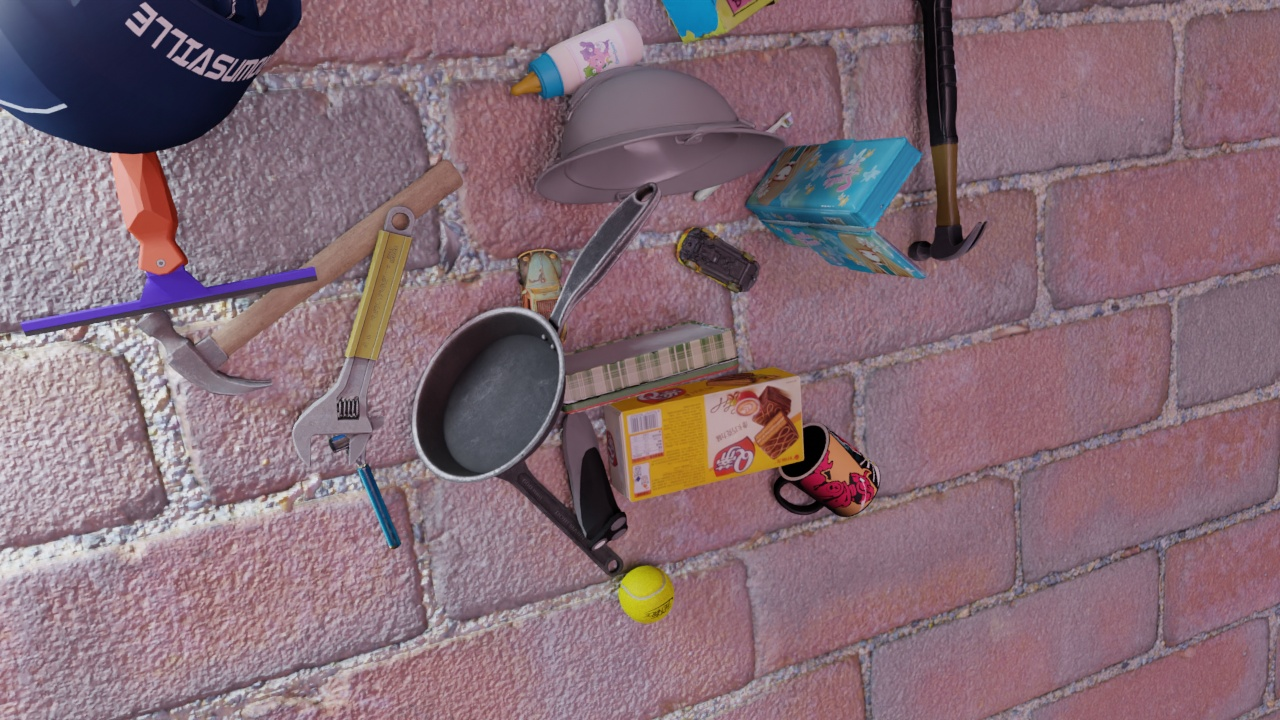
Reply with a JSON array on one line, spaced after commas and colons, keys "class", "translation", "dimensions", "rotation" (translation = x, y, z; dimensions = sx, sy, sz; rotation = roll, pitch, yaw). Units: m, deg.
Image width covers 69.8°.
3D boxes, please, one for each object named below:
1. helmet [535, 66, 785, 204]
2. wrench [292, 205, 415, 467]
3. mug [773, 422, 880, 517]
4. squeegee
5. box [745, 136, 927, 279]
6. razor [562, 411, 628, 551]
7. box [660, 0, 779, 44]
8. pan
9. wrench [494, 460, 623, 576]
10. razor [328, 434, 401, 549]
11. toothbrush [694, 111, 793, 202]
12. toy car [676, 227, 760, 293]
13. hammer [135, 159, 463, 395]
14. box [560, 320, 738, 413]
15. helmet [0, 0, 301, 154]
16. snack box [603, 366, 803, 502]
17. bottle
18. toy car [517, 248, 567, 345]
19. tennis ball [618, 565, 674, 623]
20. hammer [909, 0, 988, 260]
[{"class": "helmet", "translation": [0.012, -0.246, 0.939], "dimensions": [0.270, 0.184, 0.117], "rotation": [-11, 83, -24]}, {"class": "wrench", "translation": [-0.275, -0.022, 0.908], "dimensions": [0.083, 0.018, 0.273], "rotation": [15, 95, -23]}, {"class": "mug", "translation": [0.223, 0.148, 1.147], "dimensions": [0.098, 0.081, 0.118], "rotation": [35, 114, -25]}, {"class": "squeegee", "translation": [-0.439, -0.138, 0.820], "dimensions": [0.249, 0.055, 0.185], "rotation": [-14, 95, -16]}, {"class": "box", "translation": [0.227, -0.163, 0.994], "dimensions": [0.121, 0.227, 0.098], "rotation": [38, 85, -24]}, {"class": "razor", "translation": [-0.057, 0.133, 1.036], "dimensions": [0.057, 0.060, 0.156], "rotation": [-19, 88, -39]}, {"class": "box", "translation": [0.042, -0.437, 0.920], "dimensions": [0.080, 0.124, 0.221], "rotation": [-39, 111, -9]}, {"class": "pan", "translation": [-0.095, -0.029, 0.909], "dimensions": [0.357, 0.187, 0.055], "rotation": [-47, 141, 3]}, {"class": "wrench", "translation": [-0.108, 0.160, 1.038], "dimensions": [0.073, 0.018, 0.273], "rotation": [-49, 116, -16]}, {"class": "razor", "translation": [-0.281, 0.136, 0.962], "dimensions": [0.042, 0.022, 0.144], "rotation": [-21, 113, -14]}, {"class": "toothbrush", "translation": [0.118, -0.233, 1.052], "dimensions": [0.154, 0.015, 0.022], "rotation": [-42, 154, -10]}, {"class": "toy car", "translation": [0.091, -0.114, 1.057], "dimensions": [0.107, 0.030, 0.049], "rotation": [27, 89, -23]}, {"class": "hammer", "translation": [-0.314, -0.091, 0.903], "dimensions": [0.330, 0.031, 0.119], "rotation": [-41, 114, -13]}, {"class": "box", "translation": [-0.006, 0.006, 0.996], "dimensions": [0.205, 0.118, 0.049], "rotation": [-17, 105, -20]}, {"class": "helmet", "translation": [-0.426, -0.290, 0.712], "dimensions": [0.223, 0.231, 0.272], "rotation": [-30, 87, 21]}, {"class": "snack box", "translation": [0.077, 0.084, 1.075], "dimensions": [0.230, 0.062, 0.110], "rotation": [-11, 105, -20]}, {"class": "bottle", "translation": [-0.068, -0.303, 0.940], "dimensions": [0.146, 0.051, 0.051], "rotation": [-29, 110, -14]}, {"class": "toy car", "translation": [-0.101, -0.062, 0.979], "dimensions": [0.047, 0.047, 0.112], "rotation": [-9, 104, -17]}, {"class": "tennis ball", "translation": [0.007, 0.276, 1.085], "dimensions": [0.065, 0.065, 0.065], "rotation": [-5, 103, -22]}, {"class": "hammer", "translation": [0.362, -0.286, 1.100], "dimensions": [0.025, 0.118, 0.333], "rotation": [-9, 99, -23]}]
